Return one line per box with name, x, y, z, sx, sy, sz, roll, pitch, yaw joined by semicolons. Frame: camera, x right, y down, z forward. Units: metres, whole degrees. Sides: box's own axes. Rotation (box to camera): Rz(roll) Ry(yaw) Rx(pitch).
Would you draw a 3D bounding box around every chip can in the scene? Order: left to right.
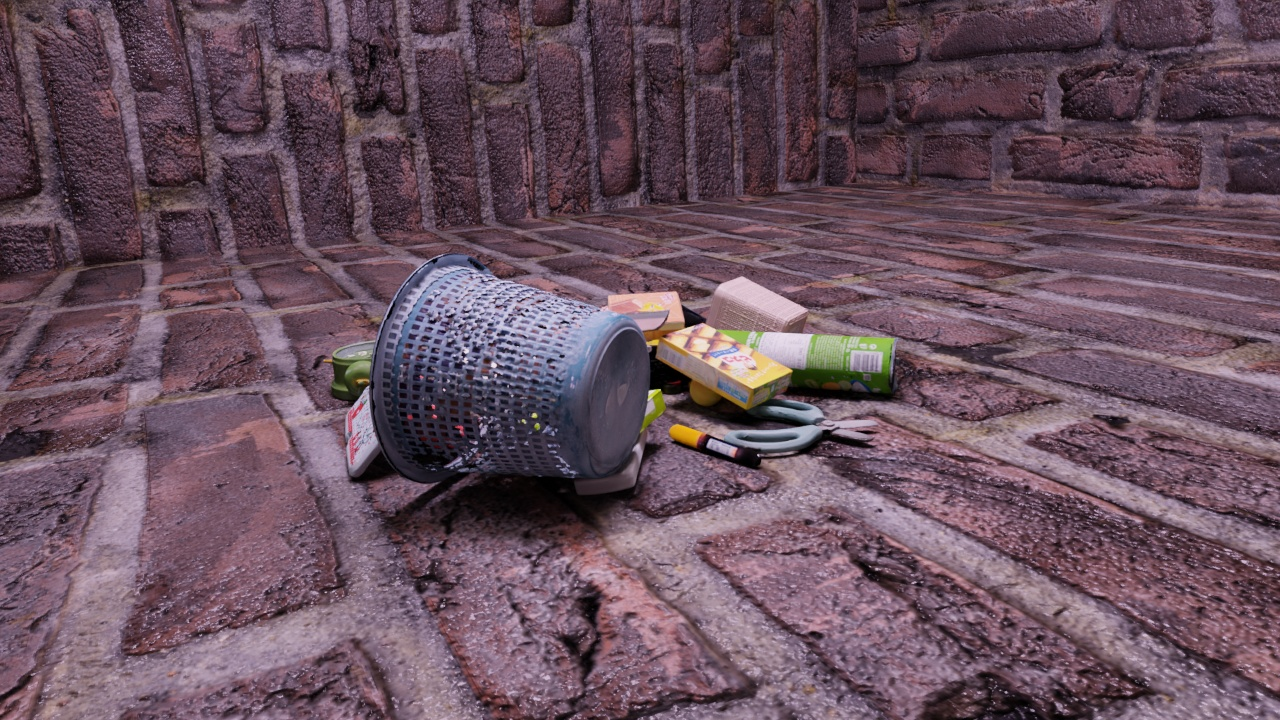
chip can;0.197;0.000;1.136;0.236;0.072;0.072;3;17;22

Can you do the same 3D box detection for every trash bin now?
trash bin;-0.105;0.022;0.860;0.195;0.227;0.226;9;19;23

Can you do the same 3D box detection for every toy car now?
toy car;-0.007;0.007;1.157;0.156;0.071;0.041;-5;17;-3

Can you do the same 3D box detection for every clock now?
clock;-0.352;0.014;1.231;0.115;0.056;0.161;-16;20;-34

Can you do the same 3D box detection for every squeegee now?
squeegee;-0.120;0.025;1.079;0.248;0.040;0.248;-1;32;39

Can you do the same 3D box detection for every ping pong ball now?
ping pong ball;0.079;0.034;1.096;0.040;0.040;0.040;-3;16;1

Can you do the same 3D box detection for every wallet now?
wallet;0.044;-0.080;1.486;0.121;0.019;0.097;12;-7;39

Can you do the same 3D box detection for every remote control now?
remote control;-0.027;0.097;0.923;0.058;0.021;0.149;-10;14;9

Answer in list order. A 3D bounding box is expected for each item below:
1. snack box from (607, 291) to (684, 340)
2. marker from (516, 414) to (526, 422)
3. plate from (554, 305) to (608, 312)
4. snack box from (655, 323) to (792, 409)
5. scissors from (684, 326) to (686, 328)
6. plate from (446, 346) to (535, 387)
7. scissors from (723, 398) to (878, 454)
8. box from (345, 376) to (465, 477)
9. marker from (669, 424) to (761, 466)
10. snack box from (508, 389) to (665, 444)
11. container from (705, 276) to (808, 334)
snack box;0.007;-0.030;1.211;0.094;0.093;0.077;-4;35;-3
marker;-0.134;0.067;1.069;0.145;0.017;0.017;-8;16;-16
plate;-0.078;-0.057;1.406;0.229;0.028;0.229;-3;13;1
snack box;0.097;0.004;1.080;0.140;0.034;0.086;32;32;30
scissors;0.008;-0.017;1.341;0.221;0.022;0.233;2;16;36
plate;-0.171;0.010;1.246;0.161;0.034;0.266;-13;18;-31
scissors;0.157;0.074;0.982;0.180;0.019;0.170;-16;21;-41
box;-0.269;0.076;1.028;0.102;0.100;0.201;32;1;-23
marker;0.077;0.088;0.949;0.124;0.018;0.015;15;-10;47
snack box;-0.060;0.065;0.978;0.157;0.026;0.085;-9;14;27
container;0.159;-0.049;1.256;0.111;0.090;0.089;26;26;24
